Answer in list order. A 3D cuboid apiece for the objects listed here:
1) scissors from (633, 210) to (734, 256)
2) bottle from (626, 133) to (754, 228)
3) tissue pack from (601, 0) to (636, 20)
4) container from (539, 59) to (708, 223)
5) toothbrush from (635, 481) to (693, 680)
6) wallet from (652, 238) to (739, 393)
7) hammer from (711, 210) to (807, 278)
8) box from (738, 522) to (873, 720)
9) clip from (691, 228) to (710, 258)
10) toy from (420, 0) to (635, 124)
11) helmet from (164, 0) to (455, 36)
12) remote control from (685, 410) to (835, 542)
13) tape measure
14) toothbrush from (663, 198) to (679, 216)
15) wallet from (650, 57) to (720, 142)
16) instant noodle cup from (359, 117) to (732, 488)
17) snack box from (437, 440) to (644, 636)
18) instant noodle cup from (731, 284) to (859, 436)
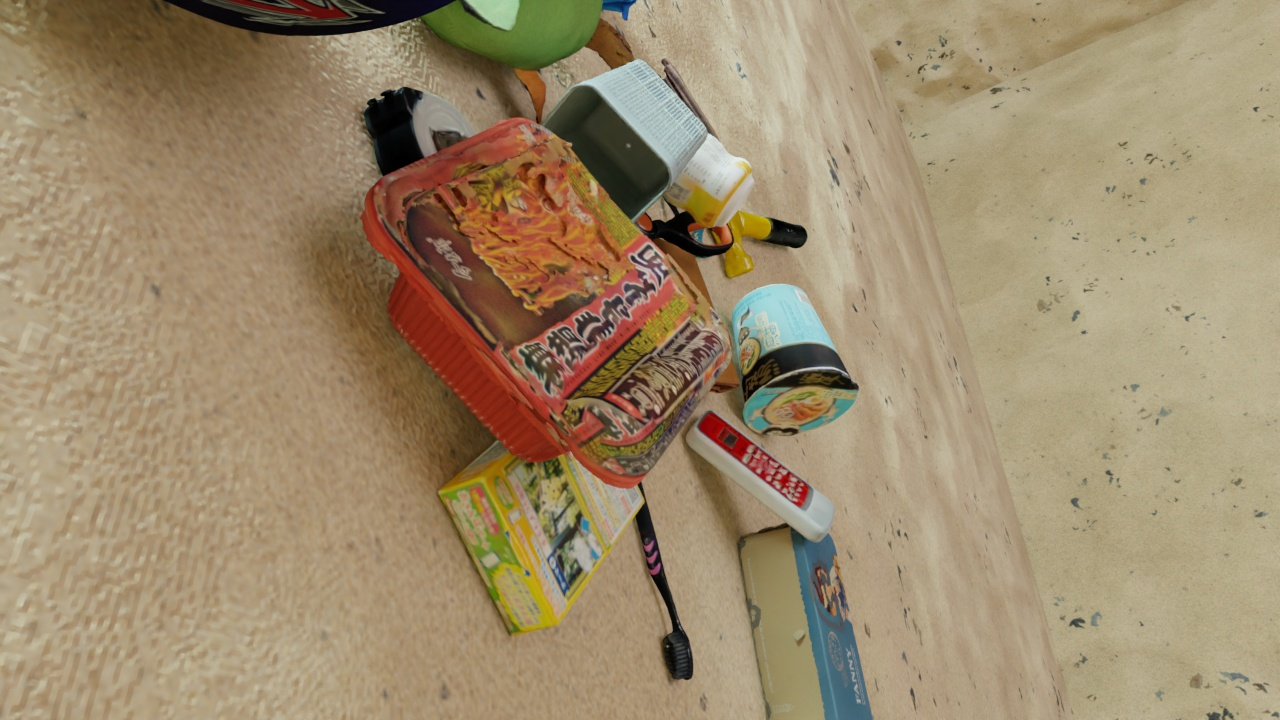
[{"bbox_3d":[0.001,-0.115,0.730,0.220,0.022,0.234,4,57,-47],"label":"scissors"},{"bbox_3d":[0.036,-0.156,0.731,0.108,0.063,0.063,37,27,4],"label":"bottle"},{"bbox_3d":[-0.055,-0.384,0.823,0.157,0.052,0.094,39,41,-48],"label":"tissue pack"},{"bbox_3d":[-0.015,-0.151,0.650,0.090,0.090,0.111,46,36,-7],"label":"container"},{"bbox_3d":[0.004,0.119,0.613,0.017,0.014,0.189,-1,71,-51],"label":"toothbrush"},{"bbox_3d":[0.035,-0.037,0.769,0.107,0.031,0.131,7,61,-61],"label":"wallet"},{"bbox_3d":[0.142,-0.157,1.079,0.300,0.033,0.128,-6,79,-65],"label":"hammer"},{"bbox_3d":[0.134,0.227,0.741,0.089,0.062,0.184,27,47,-55],"label":"box"},{"bbox_3d":[0.056,-0.111,0.892,0.034,0.013,0.054,67,23,-5],"label":"clip"},{"bbox_3d":[-0.081,-0.268,0.639,0.246,0.090,0.227,-38,120,-61],"label":"toy"},{"bbox_3d":[-0.136,-0.288,0.341,0.239,0.248,0.315,-28,106,-47],"label":"helmet"},{"bbox_3d":[0.098,0.091,0.740,0.136,0.020,0.055,38,24,6],"label":"remote control"},{"bbox_3d":[-0.118,-0.115,0.516,0.065,0.034,0.065,-15,87,-65],"label":"tape measure"},{"bbox_3d":[0.021,-0.171,0.869,0.014,0.016,0.189,18,53,-56],"label":"toothbrush"},{"bbox_3d":[0.050,-0.233,0.904,0.101,0.032,0.124,59,8,7],"label":"wallet"},{"bbox_3d":[-0.051,-0.029,0.481,0.189,0.079,0.164,49,37,-3],"label":"instant noodle cup"},{"bbox_3d":[-0.049,0.077,0.514,0.087,0.034,0.140,65,24,-10],"label":"snack box"},{"bbox_3d":[0.138,-0.005,0.886,0.111,0.111,0.120,39,30,-48],"label":"instant noodle cup"}]
